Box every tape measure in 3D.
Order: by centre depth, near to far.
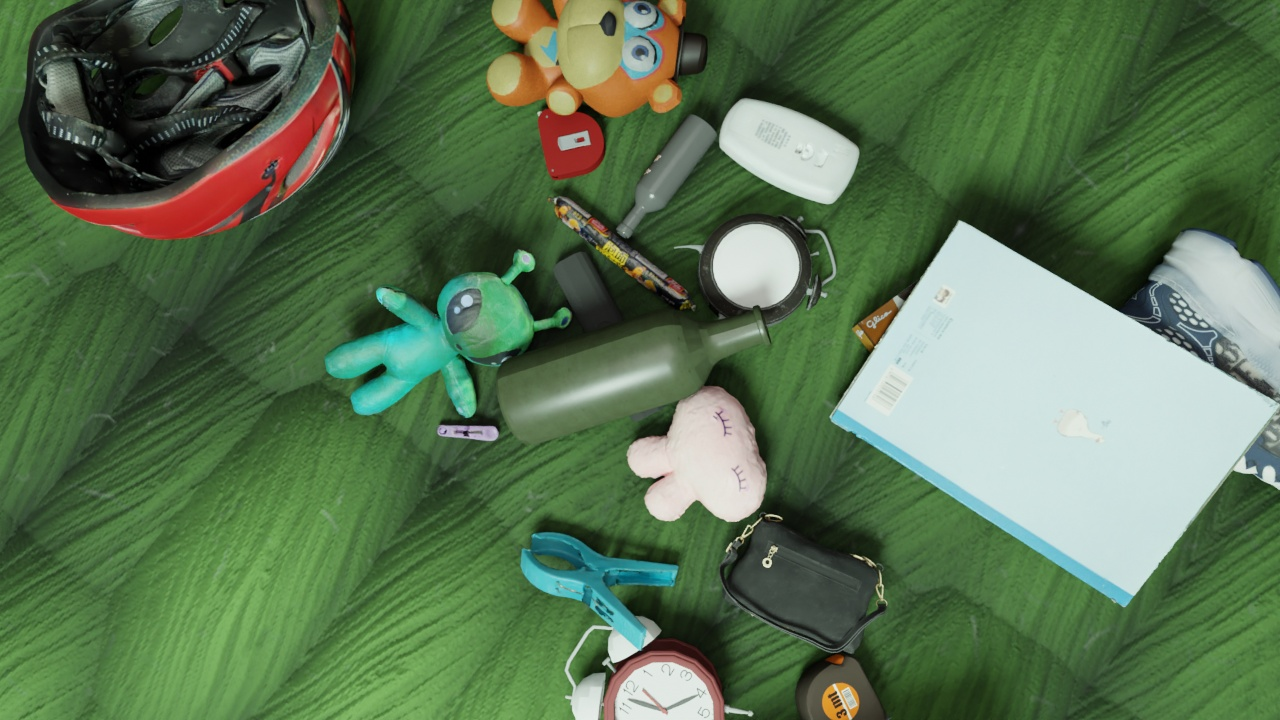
[{"bbox_3d":[0.149,0.260,0.704,0.058,0.038,0.058,-26,83,-13],"label":"tape measure"},{"bbox_3d":[-0.057,-0.185,0.769,0.051,0.019,0.059,-13,84,2],"label":"tape measure"}]

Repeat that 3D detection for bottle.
[{"bbox_3d":[-0.004,0.004,0.700,0.207,0.071,0.071,-18,83,11],"label":"bottle"},{"bbox_3d":[0.018,-0.148,0.755,0.030,0.030,0.113,36,87,6],"label":"bottle"}]

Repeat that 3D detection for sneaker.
[{"bbox_3d":[0.444,0.041,0.688,0.132,0.103,0.269,-36,83,14],"label":"sneaker"}]

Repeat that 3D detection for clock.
[{"bbox_3d":[0.008,0.259,0.705,0.137,0.048,0.096,32,87,5],"label":"clock"},{"bbox_3d":[0.097,-0.074,0.735,0.123,0.044,0.091,-16,83,2],"label":"clock"}]

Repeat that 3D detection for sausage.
[{"bbox_3d":[-0.016,-0.088,0.756,0.155,0.020,0.020,39,88,7],"label":"sausage"}]

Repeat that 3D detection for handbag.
[{"bbox_3d":[0.126,0.171,0.705,0.128,0.054,0.079,22,82,8],"label":"handbag"}]

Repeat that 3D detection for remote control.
[{"bbox_3d":[0.120,-0.173,0.752,0.114,0.028,0.060,25,86,6],"label":"remote control"},{"bbox_3d":[-0.025,-0.020,0.752,0.033,0.015,0.147,-28,83,0],"label":"remote control"}]

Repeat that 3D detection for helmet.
[{"bbox_3d":[-0.338,-0.203,0.713,0.272,0.167,0.217,-25,72,6],"label":"helmet"}]

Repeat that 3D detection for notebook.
[{"bbox_3d":[0.296,0.038,0.679,0.253,0.009,0.181,34,101,11],"label":"notebook"}]

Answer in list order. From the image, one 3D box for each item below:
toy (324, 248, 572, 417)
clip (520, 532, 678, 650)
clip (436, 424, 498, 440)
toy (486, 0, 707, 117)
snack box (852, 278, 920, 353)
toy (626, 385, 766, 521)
[{"bbox_3d":[-0.156,-0.021,0.738,0.193,0.072,0.131,-24,122,4],"label":"toy"},{"bbox_3d":[-0.040,0.175,0.706,0.120,0.103,0.027,21,125,16],"label":"clip"},{"bbox_3d":[-0.146,0.058,0.753,0.050,0.045,0.014,7,83,-38],"label":"clip"},{"bbox_3d":[-0.034,-0.250,0.744,0.176,0.096,0.112,2,80,-7],"label":"toy"},{"bbox_3d":[0.266,0.017,0.721,0.101,0.031,0.186,-36,83,0],"label":"snack box"},{"bbox_3d":[0.044,0.080,0.723,0.105,0.053,0.108,-25,84,16],"label":"toy"}]
